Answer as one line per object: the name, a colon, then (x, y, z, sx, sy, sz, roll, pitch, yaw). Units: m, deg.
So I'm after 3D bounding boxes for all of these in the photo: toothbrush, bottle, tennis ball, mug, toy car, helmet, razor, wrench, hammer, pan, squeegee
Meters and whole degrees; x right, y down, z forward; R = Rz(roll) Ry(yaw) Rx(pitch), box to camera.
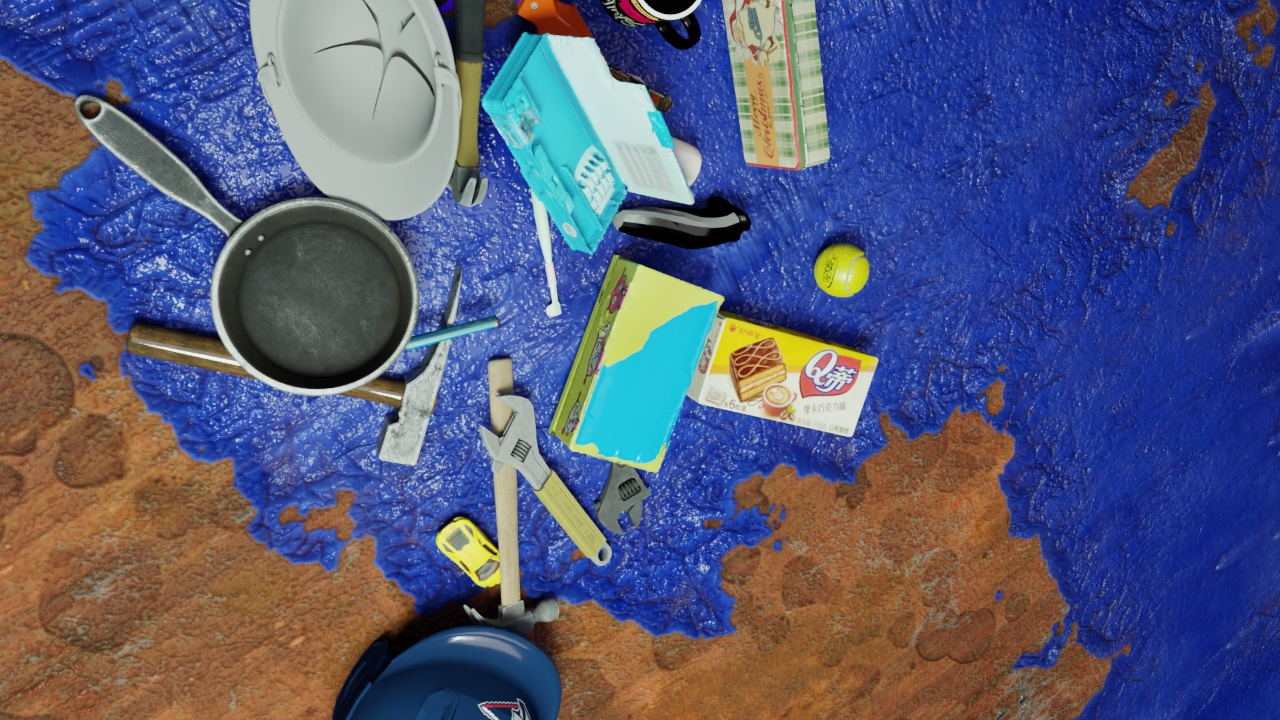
toothbrush: (-0.104, -0.124, 1.003, 0.022, 0.015, 0.155, -27, 117, -46)
bottle: (-0.005, -0.230, 0.992, 0.146, 0.051, 0.051, 16, 99, -25)
tennis ball: (0.246, -0.110, 1.121, 0.065, 0.065, 0.065, -6, 107, -21)
mug: (0.020, -0.370, 0.935, 0.081, 0.098, 0.118, -40, 116, -7)
toy car: (-0.010, -0.272, 0.956, 0.047, 0.047, 0.111, -59, 159, 18)
helmet: (-0.243, -0.276, 0.852, 0.183, 0.117, 0.272, 3, 127, 7)
razor: (0.044, -0.153, 1.037, 0.156, 0.057, 0.060, -9, 76, -20)
wrench: (-0.026, 0.081, 1.095, 0.073, 0.018, 0.273, -8, 107, -20)
toy car: (-0.192, 0.224, 1.062, 0.049, 0.030, 0.107, -43, 117, -7)
helmet: (-0.206, 0.419, 1.008, 0.272, 0.223, 0.232, -45, 116, -11)
hammer: (-0.156, -0.303, 0.838, 0.025, 0.118, 0.334, -4, 118, -21)
pan: (-0.370, -0.115, 0.861, 0.357, 0.055, 0.187, 41, 81, -9)
squeegee: (-0.075, -0.324, 0.911, 0.250, 0.055, 0.184, -21, 148, 23)
wrench: (-0.102, 0.148, 1.063, 0.083, 0.018, 0.273, -52, 127, -27)
razor: (-0.215, -0.024, 0.943, 0.143, 0.022, 0.042, -14, 73, -21)
hammer: (-0.150, 0.162, 1.043, 0.119, 0.031, 0.331, -11, 105, -44)
hammer: (-0.341, -0.025, 0.925, 0.300, 0.037, 0.218, 14, 99, -24)

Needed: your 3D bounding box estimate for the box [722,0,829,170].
box: (0.146, -0.313, 0.994, 0.049, 0.118, 0.206, -19, 113, -19)

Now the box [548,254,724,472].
box: (-0.006, 0.006, 1.036, 0.124, 0.081, 0.221, 16, 98, -25)

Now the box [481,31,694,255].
box: (-0.040, -0.199, 0.890, 0.097, 0.121, 0.227, -65, 151, -21)

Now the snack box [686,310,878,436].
snack box: (0.172, 0.015, 1.130, 0.230, 0.062, 0.110, 13, 100, -24)
